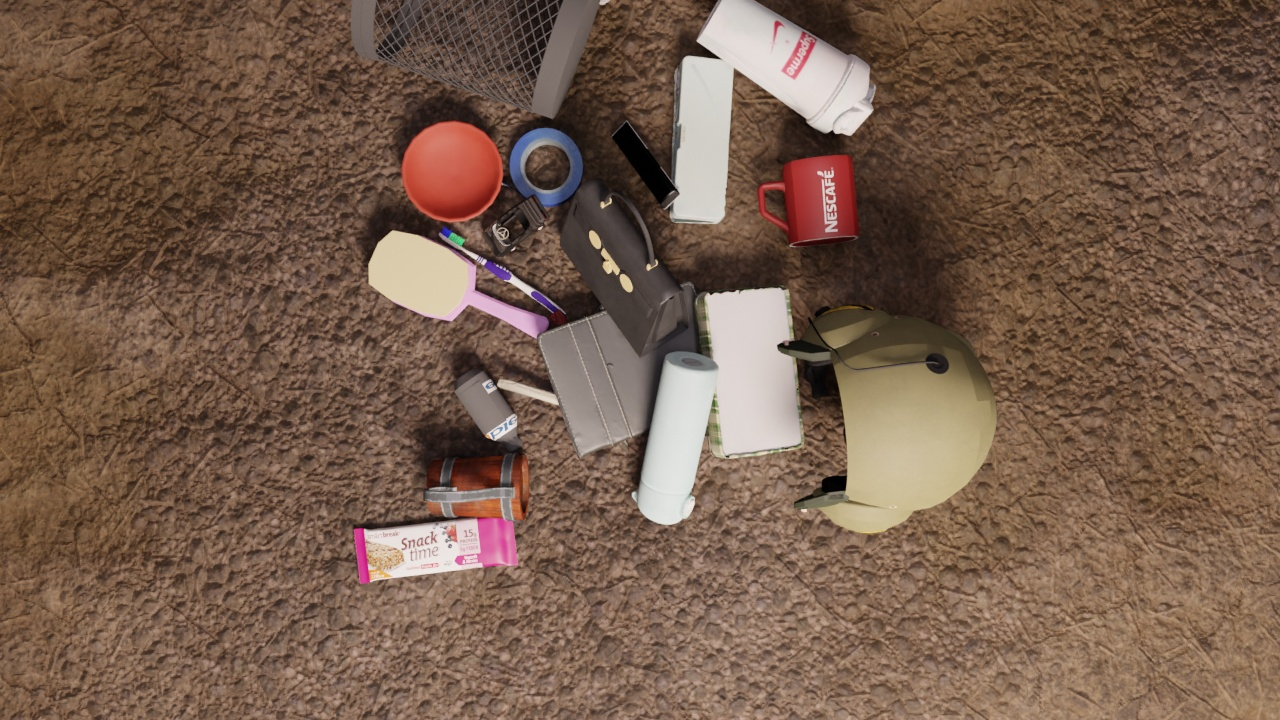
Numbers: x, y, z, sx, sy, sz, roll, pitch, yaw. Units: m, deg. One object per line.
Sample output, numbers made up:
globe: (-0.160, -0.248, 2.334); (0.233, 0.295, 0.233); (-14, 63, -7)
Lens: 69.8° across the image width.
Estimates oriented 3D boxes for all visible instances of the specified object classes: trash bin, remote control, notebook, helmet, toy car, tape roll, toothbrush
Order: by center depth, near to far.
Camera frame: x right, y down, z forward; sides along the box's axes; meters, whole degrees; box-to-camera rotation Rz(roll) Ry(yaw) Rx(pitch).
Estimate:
helmet: (0.272, 0.059, 1.021); (0.233, 0.255, 0.250); (-7, 92, 1)
trash bin: (-0.174, -0.407, 1.039); (0.227, 0.218, 0.217); (21, 90, -6)
toy car: (-0.153, -0.162, 1.113); (0.092, 0.037, 0.040); (-31, 93, 32)
remote control: (0.005, -0.239, 1.117); (0.028, 0.011, 0.124); (-42, 70, 23)
notebook: (-0.007, 0.007, 1.125); (0.209, 0.029, 0.169); (-20, 93, -12)
tape roll: (-0.116, -0.239, 1.136); (0.091, 0.016, 0.093); (26, 90, -2)
toothbrush: (-0.169, -0.108, 1.137); (0.186, 0.015, 0.016); (34, 96, -2)

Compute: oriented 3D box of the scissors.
scissors: (-0.084, 0.032, 1.134); (0.179, 0.015, 0.198); (-13, 93, -9)

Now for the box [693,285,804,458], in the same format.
box: (0.131, 0.013, 1.118); (0.117, 0.050, 0.205); (-8, 90, -14)

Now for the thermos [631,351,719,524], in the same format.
thermos: (0.042, 0.095, 1.092); (0.078, 0.065, 0.207); (21, 113, 26)

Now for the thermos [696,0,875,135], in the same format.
thermos: (0.176, -0.351, 1.093); (0.220, 0.099, 0.099); (28, 90, -10)

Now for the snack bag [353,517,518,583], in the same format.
snack bag: (-0.254, 0.232, 1.139); (0.196, 0.016, 0.070); (-6, 89, -1)

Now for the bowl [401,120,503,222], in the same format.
bowl: (-0.228, -0.228, 1.124); (0.122, 0.035, 0.122); (0, 91, -2)

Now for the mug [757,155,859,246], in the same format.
mug: (0.202, -0.190, 1.115); (0.116, 0.080, 0.096); (-5, 91, 5)

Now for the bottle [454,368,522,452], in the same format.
bottle: (-0.183, 0.062, 1.123); (0.047, 0.047, 0.112); (-34, 91, -1)

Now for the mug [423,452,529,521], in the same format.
mug: (-0.196, 0.153, 1.091); (0.111, 0.117, 0.081); (0, 91, 2)

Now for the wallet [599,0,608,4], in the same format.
wallet: (-0.044, -0.516, 1.125); (0.118, 0.037, 0.115); (-40, 92, -4)

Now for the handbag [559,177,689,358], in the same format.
handbag: (-0.014, -0.123, 1.026); (0.072, 0.196, 0.175); (-32, 76, -14)

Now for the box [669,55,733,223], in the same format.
box: (0.076, -0.269, 1.126); (0.083, 0.067, 0.199); (2, 89, 17)

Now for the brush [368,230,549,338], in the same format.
brush: (-0.220, -0.084, 1.122); (0.228, 0.043, 0.089); (24, 90, -1)
